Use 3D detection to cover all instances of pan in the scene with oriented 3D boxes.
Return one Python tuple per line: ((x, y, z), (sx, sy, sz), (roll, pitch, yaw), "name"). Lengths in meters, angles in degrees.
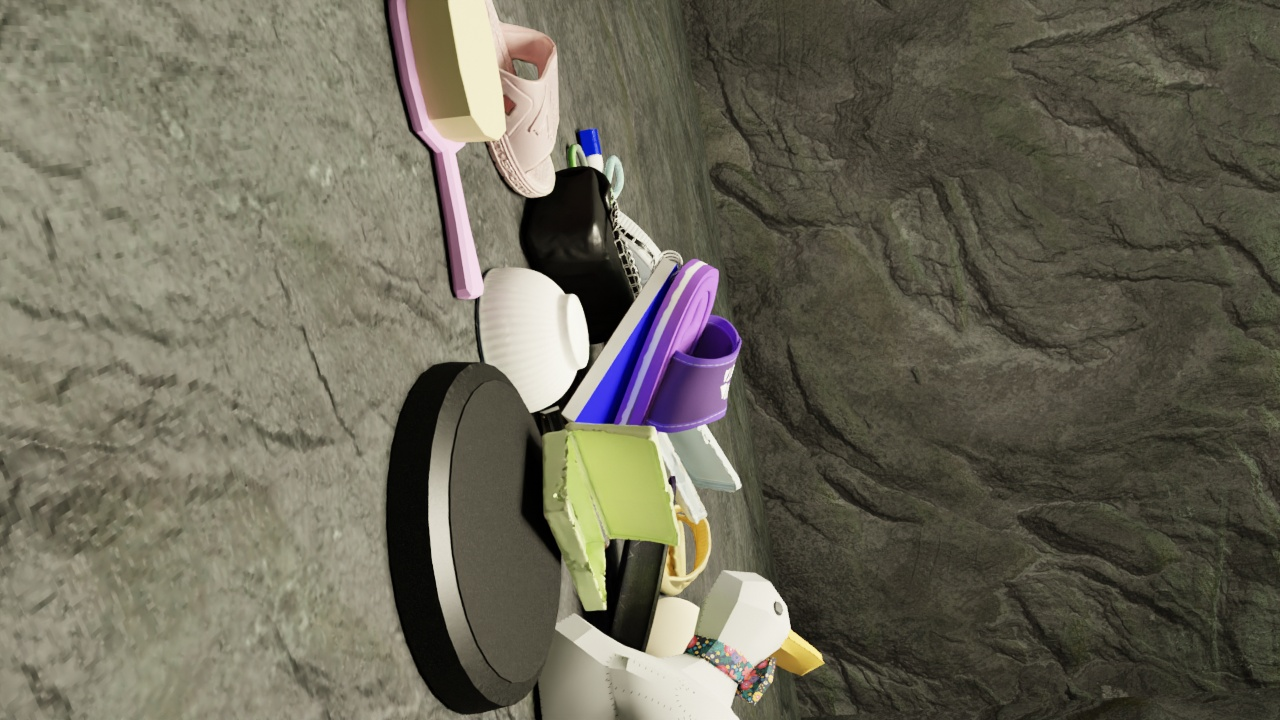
((-0.084, 0.125, 0.664), (0.356, 0.034, 0.225), (43, 40, -72), "pan")
((-0.006, 0.281, 0.863), (0.187, 0.055, 0.356), (105, -4, -70), "pan")

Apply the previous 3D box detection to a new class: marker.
((-0.052, -0.207, 1.096), (0.027, 0.023, 0.133), (-50, 131, -76), "marker")

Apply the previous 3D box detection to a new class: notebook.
((-0.005, 0.005, 0.872), (0.171, 0.022, 0.209), (-57, 167, -11), "notebook")

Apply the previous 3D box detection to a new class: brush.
((-0.124, -0.158, 0.634), (0.089, 0.043, 0.228), (-31, 112, -78), "brush")

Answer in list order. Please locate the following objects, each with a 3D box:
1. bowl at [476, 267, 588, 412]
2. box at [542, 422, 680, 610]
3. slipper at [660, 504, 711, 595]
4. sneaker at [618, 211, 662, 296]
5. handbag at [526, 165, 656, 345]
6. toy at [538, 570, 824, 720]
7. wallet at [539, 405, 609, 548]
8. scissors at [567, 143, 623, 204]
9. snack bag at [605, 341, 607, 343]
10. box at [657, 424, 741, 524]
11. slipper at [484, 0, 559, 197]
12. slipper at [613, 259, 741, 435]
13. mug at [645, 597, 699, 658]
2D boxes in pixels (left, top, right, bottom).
((-0.078, -0.018, 0.720), (0.118, 0.062, 0.118), (-8, 89, -79), "bowl")
((-0.027, 0.126, 0.699), (0.188, 0.091, 0.083), (74, 25, -54), "box")
((0.048, 0.235, 1.154), (0.261, 0.079, 0.111), (51, 36, -69), "slipper")
((-0.012, -0.081, 1.017), (0.235, 0.087, 0.089), (49, -12, -24), "sneaker")
((-0.034, -0.106, 0.879), (0.154, 0.115, 0.124), (65, 19, -46), "handbag")
((0.027, 0.277, 0.735), (0.246, 0.141, 0.266), (33, 59, -19), "toy")
((-0.057, 0.104, 0.805), (0.072, 0.019, 0.123), (-115, -175, -49), "wallet")
((-0.042, -0.173, 1.067), (0.159, 0.025, 0.171), (-57, 136, -55), "scissors")
((0.016, -0.031, 1.124), (0.155, 0.018, 0.074), (9, 70, -44), "snack bag")
((0.021, 0.100, 1.082), (0.083, 0.123, 0.215), (-51, 120, -33), "box")
((-0.103, -0.237, 0.751), (0.094, 0.064, 0.239), (-87, 163, -44), "slipper")
((0.038, 0.040, 0.856), (0.107, 0.084, 0.267), (-35, 152, -63), "slipper")
((0.030, 0.314, 0.975), (0.120, 0.096, 0.100), (-46, 140, -21), "mug")
